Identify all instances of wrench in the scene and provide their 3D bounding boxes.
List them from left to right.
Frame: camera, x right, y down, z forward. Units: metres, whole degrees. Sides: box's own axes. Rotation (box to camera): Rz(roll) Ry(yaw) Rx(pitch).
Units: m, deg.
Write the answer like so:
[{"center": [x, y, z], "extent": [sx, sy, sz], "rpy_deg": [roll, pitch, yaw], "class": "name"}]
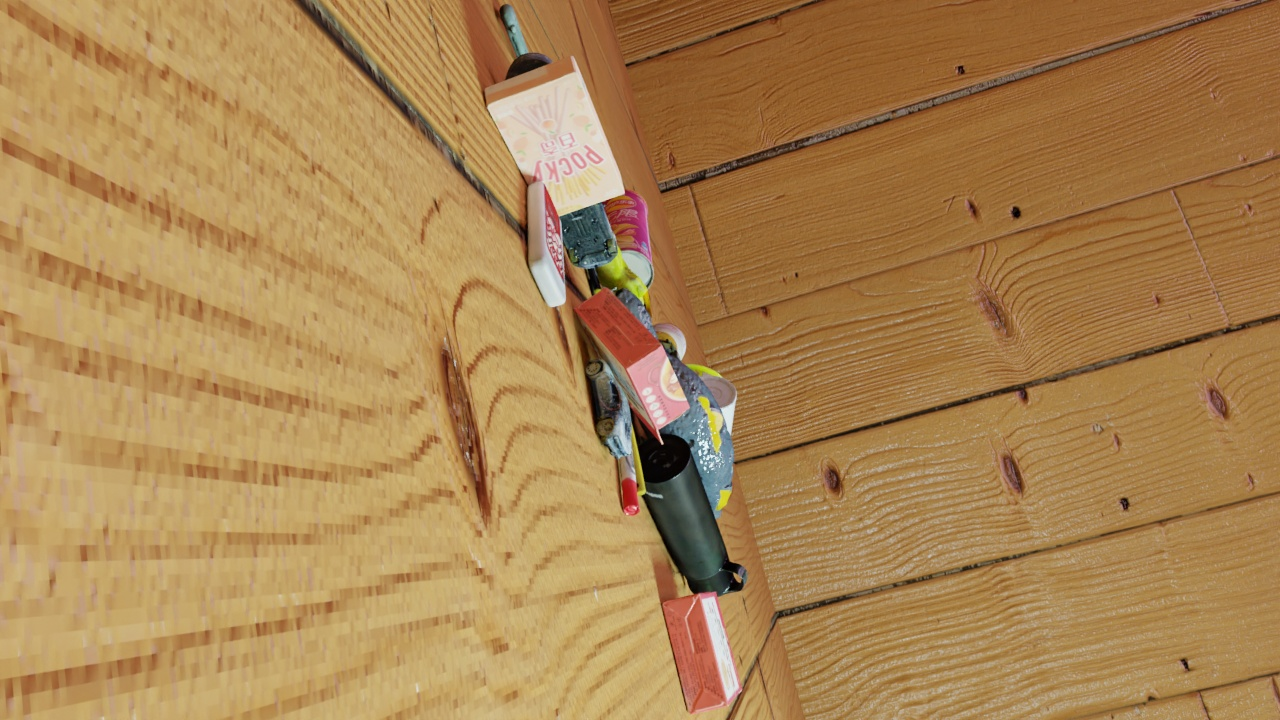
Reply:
[{"center": [-0.083, -0.197, 0.948], "extent": [0.274, 0.056, 0.016], "rpy_deg": [72, 9, -52], "class": "wrench"}]

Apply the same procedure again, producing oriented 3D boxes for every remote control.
[{"center": [-0.085, -0.107, 0.828], "extent": [0.135, 0.020, 0.056], "rpy_deg": [-99, 171, -48], "class": "remote control"}]

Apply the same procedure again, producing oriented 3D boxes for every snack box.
[{"center": [-0.075, -0.200, 0.849], "extent": [0.157, 0.084, 0.026], "rpy_deg": [64, 9, -54], "class": "snack box"}, {"center": [-0.006, 0.005, 0.930], "extent": [0.113, 0.044, 0.127], "rpy_deg": [48, -12, 42], "class": "snack box"}, {"center": [0.066, 0.307, 0.978], "extent": [0.127, 0.044, 0.113], "rpy_deg": [47, 27, -72], "class": "snack box"}]

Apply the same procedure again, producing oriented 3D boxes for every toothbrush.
[{"center": [-0.016, 0.058, 0.999], "extent": [0.016, 0.016, 0.189], "rpy_deg": [37, 35, -54], "class": "toothbrush"}]

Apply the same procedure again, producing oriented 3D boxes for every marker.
[{"center": [-0.053, -0.093, 1.067], "extent": [0.018, 0.015, 0.124], "rpy_deg": [-47, 121, -87], "class": "marker"}, {"center": [-0.015, 0.096, 0.929], "extent": [0.145, 0.017, 0.017], "rpy_deg": [-98, 169, -49], "class": "marker"}]

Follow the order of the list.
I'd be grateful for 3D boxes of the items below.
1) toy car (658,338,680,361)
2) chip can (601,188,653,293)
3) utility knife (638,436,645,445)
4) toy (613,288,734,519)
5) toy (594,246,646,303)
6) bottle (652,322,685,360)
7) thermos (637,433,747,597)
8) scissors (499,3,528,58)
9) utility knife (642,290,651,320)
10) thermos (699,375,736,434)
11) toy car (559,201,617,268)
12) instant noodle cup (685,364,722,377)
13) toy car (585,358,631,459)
[{"center": [0.028, 0.036, 1.199], "extent": [0.042, 0.070, 0.158], "rpy_deg": [-102, 175, -48], "class": "toy car"}, {"center": [-0.022, -0.162, 1.243], "extent": [0.210, 0.071, 0.071], "rpy_deg": [-93, 165, -58], "class": "chip can"}, {"center": [0.029, 0.137, 1.167], "extent": [0.204, 0.021, 0.031], "rpy_deg": [48, 28, -59], "class": "utility knife"}, {"center": [0.049, 0.078, 1.094], "extent": [0.356, 0.091, 0.138], "rpy_deg": [66, -11, -26], "class": "toy"}, {"center": [-0.032, -0.104, 1.086], "extent": [0.100, 0.031, 0.097], "rpy_deg": [42, -28, 20], "class": "toy"}, {"center": [0.034, -0.022, 1.367], "extent": [0.189, 0.068, 0.068], "rpy_deg": [-44, 117, -82], "class": "bottle"}, {"center": [0.065, 0.188, 1.056], "extent": [0.068, 0.090, 0.243], "rpy_deg": [-59, 143, -34], "class": "thermos"}, {"center": [-0.112, -0.288, 0.985], "extent": [0.169, 0.019, 0.171], "rpy_deg": [-110, -179, -52], "class": "scissors"}, {"center": [0.003, -0.083, 1.354], "extent": [0.216, 0.033, 0.015], "rpy_deg": [76, 11, -64], "class": "utility knife"}, {"center": [0.084, 0.120, 1.219], "extent": [0.070, 0.070, 0.221], "rpy_deg": [-98, -171, -48], "class": "thermos"}, {"center": [-0.062, -0.150, 0.962], "extent": [0.036, 0.054, 0.121], "rpy_deg": [-95, 168, -48], "class": "toy car"}, {"center": [0.072, 0.083, 1.319], "extent": [0.123, 0.112, 0.112], "rpy_deg": [-76, 151, -60], "class": "instant noodle cup"}, {"center": [-0.028, 0.044, 0.888], "extent": [0.049, 0.031, 0.105], "rpy_deg": [66, 9, -58], "class": "toy car"}]
